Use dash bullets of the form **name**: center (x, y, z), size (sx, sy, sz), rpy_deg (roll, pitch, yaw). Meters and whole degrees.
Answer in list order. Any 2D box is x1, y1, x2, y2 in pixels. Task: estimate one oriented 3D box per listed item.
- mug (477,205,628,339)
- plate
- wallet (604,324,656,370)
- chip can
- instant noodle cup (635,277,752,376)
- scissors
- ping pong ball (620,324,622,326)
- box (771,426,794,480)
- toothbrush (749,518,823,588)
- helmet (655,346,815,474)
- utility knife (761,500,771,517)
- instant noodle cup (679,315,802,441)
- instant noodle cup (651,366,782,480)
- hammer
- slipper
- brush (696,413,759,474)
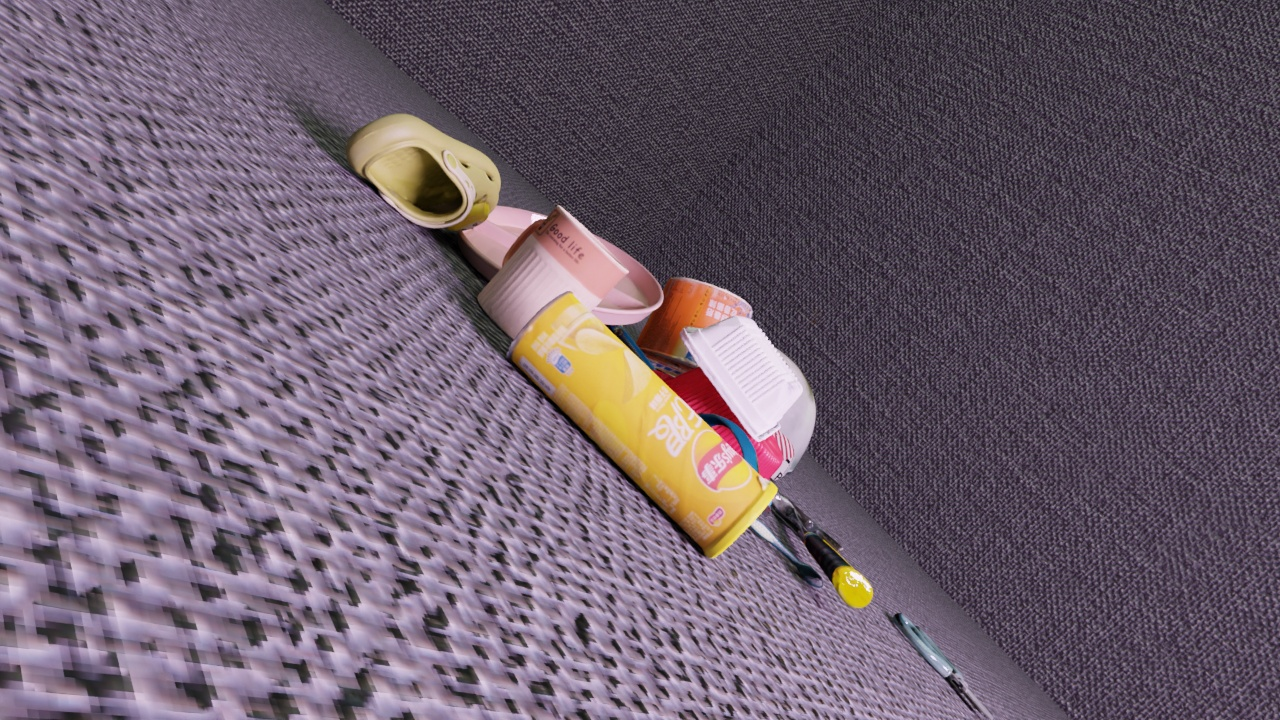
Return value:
- **mug**: center (-0.083, -0.075, 0.793), size (0.081, 0.106, 0.114), rpy_deg (38, 8, -46)
- **plate**: center (-0.085, -0.100, 0.961), size (0.229, 0.028, 0.229), rpy_deg (21, 23, -10)
- **wallet**: center (-0.006, 0.006, 1.077), size (0.133, 0.040, 0.106), rpy_deg (51, 5, -1)
- **chip can**: center (-0.001, 0.046, 0.672), size (0.213, 0.072, 0.072), rpy_deg (43, 6, 6)
- **instant noodle cup**: center (0.074, -0.036, 1.210), size (0.151, 0.111, 0.151), rpy_deg (20, -8, 3)
- **scissors**: center (0.366, 0.370, 1.130), size (0.130, 0.019, 0.185), rpy_deg (42, 4, -15)
- **ping pong ball**: center (-0.043, -0.042, 1.179), size (0.040, 0.040, 0.040), rpy_deg (43, 6, -6)
- **box**: center (0.121, 0.101, 1.208), size (0.163, 0.076, 0.088), rpy_deg (38, -21, -23)
- **toothbrush**: center (0.112, 0.160, 0.906), size (0.191, 0.016, 0.018), rpy_deg (43, -4, -7)
- **helmet**: center (0.159, 0.042, 1.392), size (0.274, 0.157, 0.230), rpy_deg (46, 6, 18)
- **utility knife**: center (0.126, 0.140, 1.084), size (0.018, 0.034, 0.159), rpy_deg (3, 21, -15)
- **instant noodle cup**: center (0.115, 0.009, 0.965), size (0.138, 0.060, 0.173), rpy_deg (55, 11, 9)
- **instant noodle cup**: center (0.090, 0.072, 0.988), size (0.194, 0.066, 0.193), rpy_deg (48, 14, -17)
- **hammer**: center (0.195, 0.203, 0.996), size (0.126, 0.032, 0.323), rpy_deg (44, 1, -3)
- **slipper**: center (-0.191, -0.155, 0.834), size (0.190, 0.092, 0.081), rpy_deg (25, 44, -69)
- **brush**: center (0.064, 0.088, 0.802), size (0.055, 0.073, 0.144), rpy_deg (35, 9, -28)
